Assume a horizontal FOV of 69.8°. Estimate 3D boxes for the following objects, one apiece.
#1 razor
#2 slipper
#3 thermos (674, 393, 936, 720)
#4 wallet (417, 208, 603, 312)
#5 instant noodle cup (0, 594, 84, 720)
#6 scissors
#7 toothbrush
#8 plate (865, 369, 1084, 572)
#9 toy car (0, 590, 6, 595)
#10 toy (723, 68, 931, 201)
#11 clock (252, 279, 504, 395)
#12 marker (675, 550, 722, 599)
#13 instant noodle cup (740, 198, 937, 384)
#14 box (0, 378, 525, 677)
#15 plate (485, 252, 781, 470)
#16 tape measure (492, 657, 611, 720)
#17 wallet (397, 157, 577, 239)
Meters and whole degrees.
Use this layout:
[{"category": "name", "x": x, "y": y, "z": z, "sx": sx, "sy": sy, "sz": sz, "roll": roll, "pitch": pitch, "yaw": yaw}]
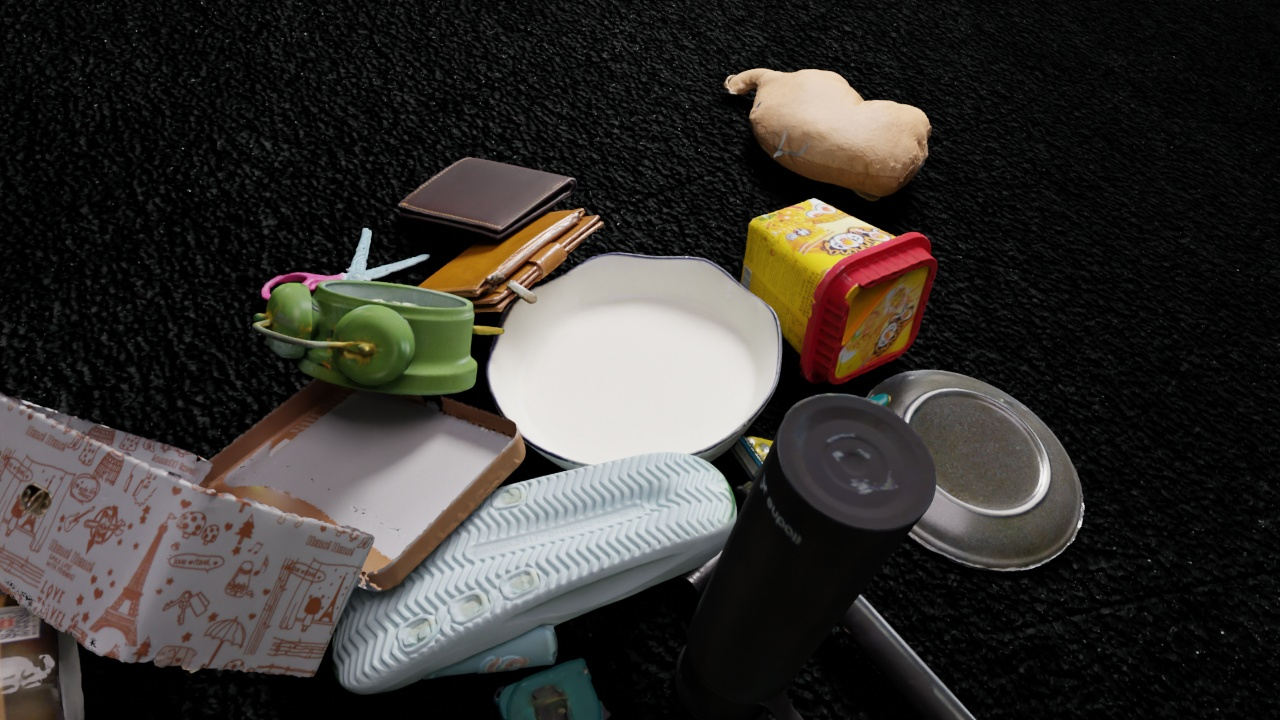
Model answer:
[{"category": "razor", "x": 0.129, "y": 0.051, "z": 0.674, "sx": 0.132, "sy": 0.028, "sz": 0.043, "roll": -19, "pitch": 50, "yaw": -20}, {"category": "slipper", "x": -0.060, "y": 0.125, "z": 0.539, "sx": 0.245, "sy": 0.074, "sz": 0.104, "roll": -19, "pitch": 40, "yaw": -5}, {"category": "thermos", "x": 0.076, "y": 0.124, "z": 0.459, "sx": 0.068, "sy": 0.243, "sz": 0.090, "roll": -24, "pitch": 58, "yaw": -28}, {"category": "wallet", "x": -0.100, "y": -0.077, "z": 0.701, "sx": 0.119, "sy": 0.035, "sz": 0.130, "roll": 4, "pitch": 37, "yaw": 40}, {"category": "instant noodle cup", "x": -0.332, "y": 0.165, "z": 0.430, "sx": 0.114, "sy": 0.119, "sz": 0.118, "roll": -7, "pitch": 52, "yaw": -27}, {"category": "scissors", "x": -0.228, "y": -0.061, "z": 0.708, "sx": 0.131, "sy": 0.017, "sz": 0.133, "roll": 1, "pitch": 45, "yaw": -8}, {"category": "toothbrush", "x": 0.133, "y": 0.157, "z": 0.577, "sx": 0.027, "sy": 0.026, "sz": 0.212, "roll": -25, "pitch": 63, "yaw": -36}, {"category": "plate", "x": 0.248, "y": 0.072, "z": 0.686, "sx": 0.179, "sy": 0.024, "sz": 0.179, "roll": 6, "pitch": 49, "yaw": -7}, {"category": "toy car", "x": -0.378, "y": 0.124, "z": 0.491, "sx": 0.120, "sy": 0.054, "sz": 0.036, "roll": 10, "pitch": 46, "yaw": -5}, {"category": "toy", "x": 0.171, "y": -0.236, "z": 0.902, "sx": 0.226, "sy": 0.083, "sz": 0.143, "roll": 30, "pitch": 46, "yaw": 17}, {"category": "clock", "x": -0.173, "y": -0.017, "z": 0.594, "sx": 0.116, "sy": 0.056, "sz": 0.161, "roll": 13, "pitch": 10, "yaw": 26}, {"category": "marker", "x": 0.075, "y": 0.114, "z": 0.618, "sx": 0.131, "sy": 0.020, "sz": 0.022, "roll": -35, "pitch": 35, "yaw": -32}, {"category": "instant noodle cup", "x": 0.149, "y": -0.062, "z": 0.730, "sx": 0.116, "sy": 0.116, "sz": 0.123, "roll": -22, "pitch": 46, "yaw": -27}, {"category": "box", "x": -0.211, "y": 0.077, "z": 0.508, "sx": 0.179, "sy": 0.133, "sz": 0.270, "roll": 15, "pitch": 16, "yaw": 30}, {"category": "plate", "x": -0.004, "y": 0.004, "z": 0.653, "sx": 0.205, "sy": 0.046, "sz": 0.204, "roll": -3, "pitch": 47, "yaw": 4}, {"category": "tape measure", "x": -0.048, "y": 0.199, "z": 0.515, "sx": 0.058, "sy": 0.025, "sz": 0.054, "roll": -15, "pitch": 54, "yaw": -22}, {"category": "wallet", "x": -0.128, "y": -0.136, "z": 0.759, "sx": 0.122, "sy": 0.020, "sz": 0.096, "roll": 17, "pitch": 46, "yaw": 34}]
